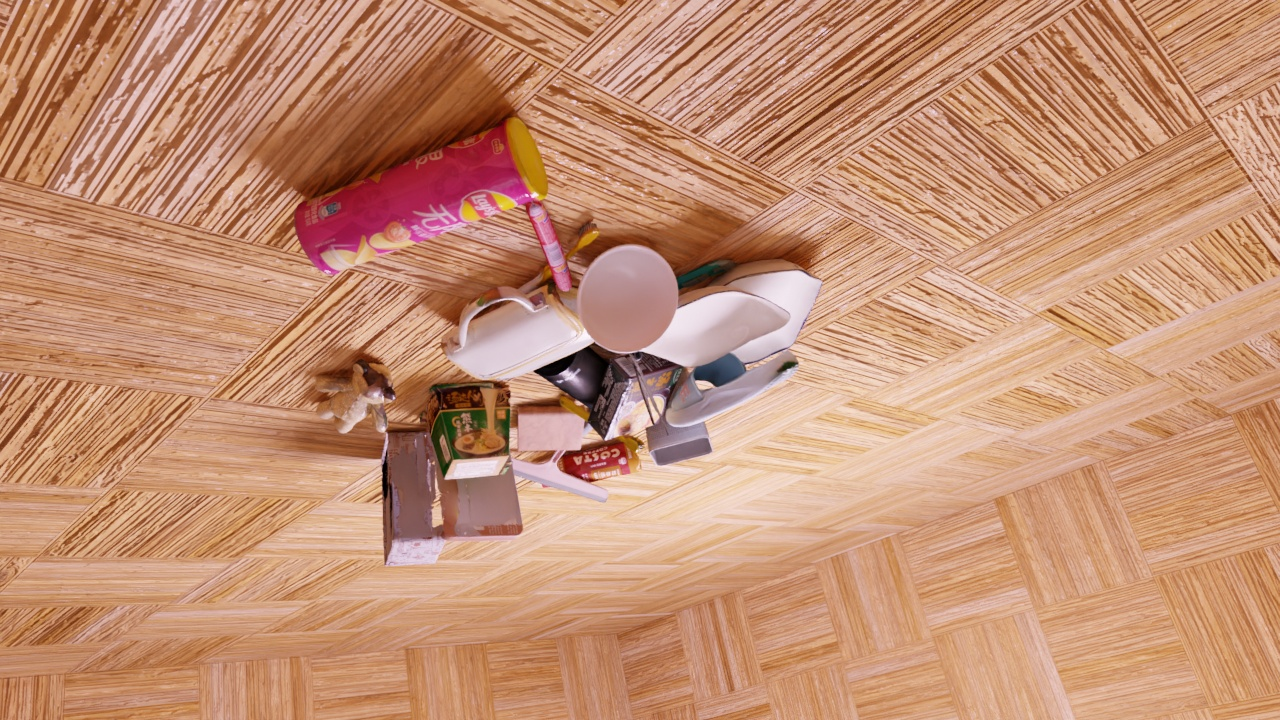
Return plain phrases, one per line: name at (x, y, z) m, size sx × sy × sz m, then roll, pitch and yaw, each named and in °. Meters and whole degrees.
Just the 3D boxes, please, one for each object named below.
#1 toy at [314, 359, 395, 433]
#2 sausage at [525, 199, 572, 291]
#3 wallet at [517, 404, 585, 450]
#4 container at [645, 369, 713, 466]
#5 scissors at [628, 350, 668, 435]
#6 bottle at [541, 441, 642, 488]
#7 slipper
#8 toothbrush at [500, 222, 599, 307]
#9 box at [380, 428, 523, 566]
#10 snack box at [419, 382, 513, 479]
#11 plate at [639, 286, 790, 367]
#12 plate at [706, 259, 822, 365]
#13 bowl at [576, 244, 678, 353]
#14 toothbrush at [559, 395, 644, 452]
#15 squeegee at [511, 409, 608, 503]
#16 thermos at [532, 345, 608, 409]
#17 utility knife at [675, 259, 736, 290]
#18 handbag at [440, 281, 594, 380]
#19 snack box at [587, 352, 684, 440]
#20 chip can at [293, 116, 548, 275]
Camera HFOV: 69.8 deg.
toy at (-0.359, 0.049, 1.155) m, size 0.105 × 0.066 × 0.158 m, roll 45°, pitch 136°, yaw -13°
sausage at (-0.091, -0.117, 0.932) m, size 0.020 × 0.020 × 0.156 m, roll -14°, pitch 147°, yaw 2°
wallet at (-0.137, 0.104, 1.393) m, size 0.101 × 0.020 × 0.115 m, roll -1°, pitch 143°, yaw -7°
container at (0.049, 0.083, 1.358) m, size 0.090 × 0.114 × 0.090 m, roll -15°, pitch 156°, yaw 4°
scissors at (-0.004, 0.005, 1.114) m, size 0.014 × 0.175 × 0.159 m, roll -29°, pitch 110°, yaw 13°
bottle at (-0.087, 0.182, 1.583) m, size 0.175 × 0.057 × 0.057 m, roll -13°, pitch 157°, yaw 1°
slipper at (0.107, 0.027, 1.201) m, size 0.103 × 0.074 × 0.246 m, roll -26°, pitch 178°, yaw -35°
toothbrush at (-0.103, -0.099, 1.000) m, size 0.016 × 0.018 × 0.192 m, roll 10°, pitch 150°, yaw -38°
box at (-0.282, 0.196, 1.370) m, size 0.192 × 0.182 × 0.157 m, roll 1°, pitch 154°, yaw -22°
snack box at (-0.236, 0.102, 1.267) m, size 0.117 × 0.105 × 0.118 m, roll -2°, pitch 154°, yaw -22°
plate at (0.079, -0.047, 1.092) m, size 0.164 × 0.034 × 0.164 m, roll -27°, pitch 152°, yaw 32°
plate at (0.136, -0.059, 1.183) m, size 0.162 × 0.034 × 0.266 m, roll -9°, pitch 156°, yaw -7°
bowl at (-0.024, -0.073, 1.016) m, size 0.118 × 0.118 × 0.065 m, roll -3°, pitch -166°, yaw -22°
toothbrush at (-0.056, 0.086, 1.281) m, size 0.016 × 0.016 × 0.190 m, roll -14°, pitch -154°, yaw -35°
squeegee at (-0.104, 0.125, 1.467) m, size 0.247 × 0.040 × 0.250 m, roll 22°, pitch 136°, yaw -22°
thermos at (-0.061, 0.016, 1.228) m, size 0.090 × 0.068 × 0.242 m, roll -41°, pitch 154°, yaw 5°
utility knife at (0.040, -0.088, 1.095) m, size 0.157 × 0.013 × 0.029 m, roll -22°, pitch 153°, yaw 20°
handbag at (-0.146, -0.034, 1.036) m, size 0.164 × 0.063 × 0.178 m, roll -23°, pitch 162°, yaw 21°
snack box at (0.000, 0.037, 1.220) m, size 0.125 × 0.053 × 0.113 m, roll -15°, pitch 140°, yaw -39°
chip can at (-0.189, -0.139, 0.792) m, size 0.211 × 0.071 × 0.071 m, roll -18°, pitch 156°, yaw 12°
